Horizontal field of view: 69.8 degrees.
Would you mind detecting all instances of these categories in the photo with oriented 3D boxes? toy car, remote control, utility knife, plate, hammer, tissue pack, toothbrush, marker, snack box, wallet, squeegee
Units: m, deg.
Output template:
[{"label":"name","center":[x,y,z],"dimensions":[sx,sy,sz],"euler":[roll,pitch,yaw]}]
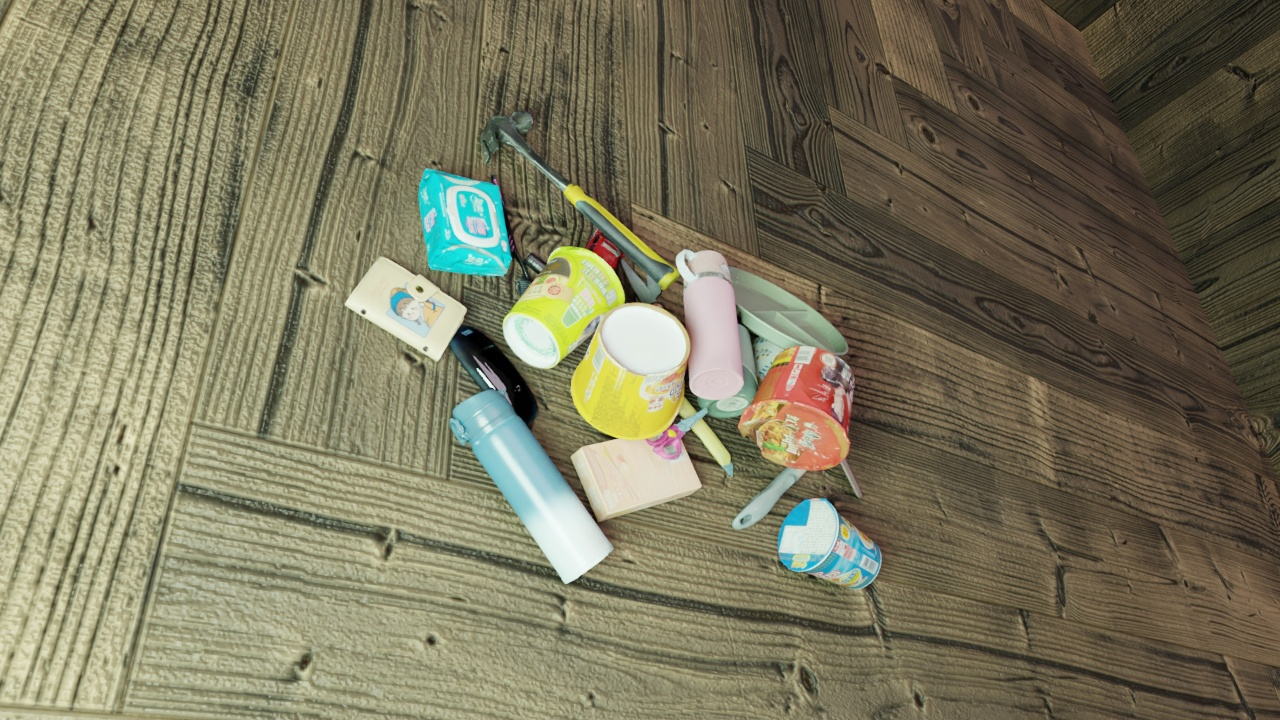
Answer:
[{"label":"toy car","center":[-0.051,-0.136,1.213],"dimensions":[0.053,0.045,0.120],"euler":[38,43,-15]},{"label":"remote control","center":[-0.163,0.014,1.035],"dimensions":[0.136,0.024,0.053],"euler":[51,44,-1]},{"label":"utility knife","center":[0.073,0.082,1.190],"dimensions":[0.166,0.018,0.030],"euler":[48,48,-1]},{"label":"plate","center":[0.193,-0.066,1.313],"dimensions":[0.230,0.027,0.229],"euler":[26,20,-11]},{"label":"hammer","center":[-0.079,-0.207,1.198],"dimensions":[0.323,0.032,0.125],"euler":[42,36,5]},{"label":"tissue pack","center":[-0.210,-0.165,1.095],"dimensions":[0.093,0.050,0.133],"euler":[4,60,-37]},{"label":"toothbrush","center":[-0.166,-0.157,1.154],"dimensions":[0.017,0.014,0.189],"euler":[-7,67,-32]},{"label":"marker","center":[-0.091,-0.091,1.168],"dimensions":[0.132,0.020,0.022],"euler":[37,23,-13]},{"label":"snack box","center":[-0.003,0.132,1.087],"dimensions":[0.157,0.026,0.084],"euler":[-8,68,-43]},{"label":"wallet","center":[-0.254,-0.059,1.009],"dimensions":[0.115,0.024,0.087],"euler":[32,49,-11]},{"label":"squeegee","center":[0.202,0.145,1.215],"dimensions":[0.248,0.040,0.248],"euler":[-39,109,-37]}]

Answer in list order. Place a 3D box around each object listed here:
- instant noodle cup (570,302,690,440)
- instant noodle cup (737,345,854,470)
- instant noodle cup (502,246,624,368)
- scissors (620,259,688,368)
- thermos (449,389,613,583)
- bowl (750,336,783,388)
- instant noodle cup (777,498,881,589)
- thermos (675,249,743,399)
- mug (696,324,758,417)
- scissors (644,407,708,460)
[{"label":"instant noodle cup","center":[-0.006,0.006,1.076],"dimensions":[0.138,0.110,0.137],"euler":[7,51,-9]},{"label":"instant noodle cup","center":[0.206,0.055,1.153],"dimensions":[0.138,0.138,0.108],"euler":[37,53,-15]},{"label":"instant noodle cup","center":[-0.097,-0.057,1.084],"dimensions":[0.111,0.112,0.123],"euler":[45,51,-7]},{"label":"scissors","center":[0.015,-0.048,1.202],"dimensions":[0.229,0.022,0.189],"euler":[38,69,24]},{"label":"thermos","center":[-0.117,0.130,0.969],"dimensions":[0.220,0.070,0.070],"euler":[53,43,3]},{"label":"bowl","center":[0.205,0.008,1.316],"dimensions":[0.113,0.062,0.113],"euler":[20,53,-29]},{"label":"instant noodle cup","center":[0.250,0.243,1.180],"dimensions":[0.110,0.099,0.099],"euler":[32,46,-29]},{"label":"thermos","center":[0.082,-0.054,1.147],"dimensions":[0.087,0.067,0.198],"euler":[30,44,-37]},{"label":"mug","center":[0.117,0.021,1.229],"dimensions":[0.112,0.082,0.106],"euler":[47,31,-54]},{"label":"scissors","center":[0.050,0.083,1.133],"dimensions":[0.056,0.017,0.133],"euler":[41,37,13]}]
